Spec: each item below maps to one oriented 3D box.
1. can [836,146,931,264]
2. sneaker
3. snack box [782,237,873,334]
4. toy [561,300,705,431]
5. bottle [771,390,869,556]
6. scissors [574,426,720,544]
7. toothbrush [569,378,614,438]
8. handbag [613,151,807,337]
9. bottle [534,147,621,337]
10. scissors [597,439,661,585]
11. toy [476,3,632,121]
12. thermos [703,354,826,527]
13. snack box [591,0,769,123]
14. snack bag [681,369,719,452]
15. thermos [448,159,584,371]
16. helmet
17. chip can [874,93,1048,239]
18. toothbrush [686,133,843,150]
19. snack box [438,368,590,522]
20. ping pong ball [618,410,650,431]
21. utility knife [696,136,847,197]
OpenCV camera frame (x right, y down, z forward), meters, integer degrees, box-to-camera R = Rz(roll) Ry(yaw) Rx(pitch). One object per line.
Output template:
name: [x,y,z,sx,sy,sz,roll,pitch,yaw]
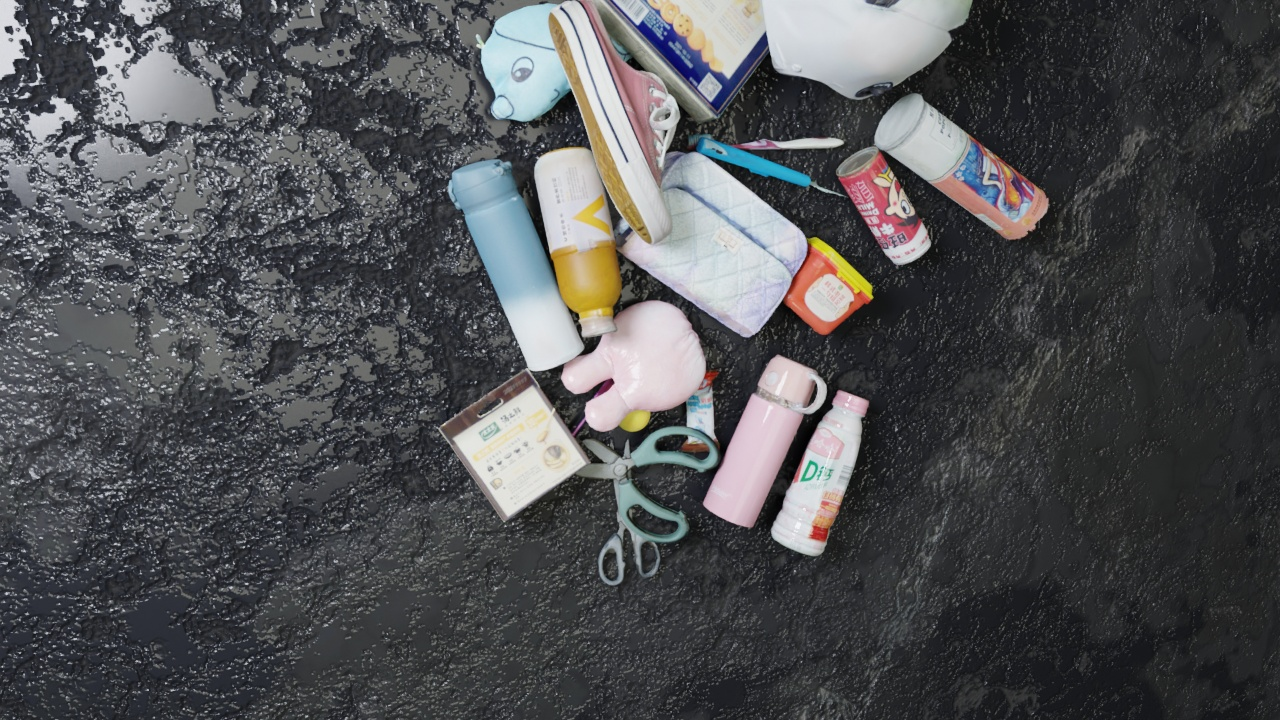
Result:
can: [0.281,-0.176,1.055,0.053,0.053,0.133,-40,110,-5]
sneaker: [-0.007,-0.234,0.881,0.087,0.118,0.241,-23,99,-10]
snack box: [0.204,-0.082,1.041,0.091,0.082,0.080,39,99,-22]
toy: [-0.006,0.006,0.998,0.159,0.054,0.121,-29,86,-17]
bottle: [0.221,0.133,1.105,0.068,0.068,0.197,19,93,-20]
scissors: [0.006,0.148,1.052,0.175,0.019,0.176,-3,105,-8]
toothbrush: [-0.081,0.087,1.030,0.014,0.018,0.189,37,87,-22]
handbag: [0.077,-0.128,0.992,0.194,0.075,0.134,32,94,-20]
bottle: [-0.060,-0.119,0.935,0.068,0.068,0.189,-12,91,-14]
scissors: [-0.024,0.182,1.068,0.150,0.014,0.170,-44,110,-4]
toy: [-0.086,-0.303,0.915,0.156,0.050,0.161,22,91,-23]
thermos: [0.148,0.095,1.061,0.067,0.087,0.198,20,98,-42]
snack box: [0.058,-0.370,0.931,0.178,0.046,0.182,41,78,-22]
snack bag: [0.069,0.058,1.060,0.048,0.026,0.104,-1,103,-5]
thermos: [-0.128,-0.098,0.944,0.070,0.070,0.220,-25,108,-10]
helmet: [0.243,-0.391,0.912,0.258,0.146,0.229,-1,88,-31]
chip can: [0.374,-0.220,1.063,0.214,0.071,0.071,28,93,-22]
toothbrush: [0.140,-0.243,1.017,0.187,0.016,0.017,-5,94,-15]
snack box: [-0.134,0.089,0.984,0.113,0.053,0.125,-34,97,-8]
ping pong ball: [-0.009,0.060,1.028,0.040,0.040,0.040,-4,104,-16]
utility knife: [0.148,-0.209,1.011,0.204,0.034,0.018,12,107,-27]
